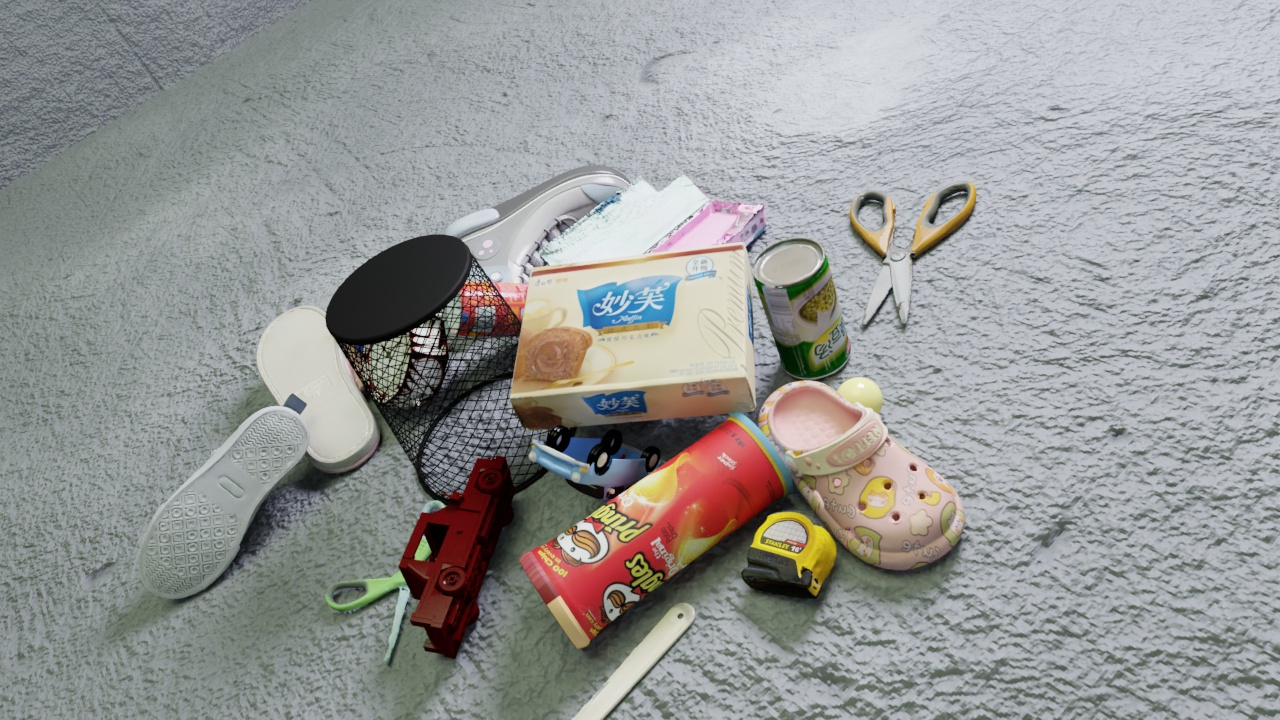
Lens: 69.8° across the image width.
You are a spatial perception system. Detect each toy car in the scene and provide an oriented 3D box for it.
[{"bbox_3d":[-0.034,0.091,0.782,0.056,0.153,0.055,21,95,30],"label":"toy car"},{"bbox_3d":[-0.161,0.165,0.799,0.062,0.070,0.169,7,48,10],"label":"toy car"}]

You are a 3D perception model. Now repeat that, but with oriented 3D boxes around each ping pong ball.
[{"bbox_3d":[0.188,0.035,0.792,0.040,0.040,0.040,-15,41,13],"label":"ping pong ball"}]

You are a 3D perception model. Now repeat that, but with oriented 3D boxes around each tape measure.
[{"bbox_3d":[0.118,0.149,0.705,0.066,0.037,0.064,-5,47,43],"label":"tape measure"}]

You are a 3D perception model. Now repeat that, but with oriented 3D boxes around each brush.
[{"bbox_3d":[-0.035,0.262,0.685,0.217,0.012,0.033,-42,42,-22],"label":"brush"}]

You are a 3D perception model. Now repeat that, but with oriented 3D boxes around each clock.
[{"bbox_3d":[-0.256,-0.023,1.030,0.115,0.065,0.154,-2,82,47],"label":"clock"}]

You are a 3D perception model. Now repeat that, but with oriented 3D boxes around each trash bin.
[{"bbox_3d":[-0.184,0.005,0.888,0.184,0.210,0.183,-15,41,13],"label":"trash bin"}]

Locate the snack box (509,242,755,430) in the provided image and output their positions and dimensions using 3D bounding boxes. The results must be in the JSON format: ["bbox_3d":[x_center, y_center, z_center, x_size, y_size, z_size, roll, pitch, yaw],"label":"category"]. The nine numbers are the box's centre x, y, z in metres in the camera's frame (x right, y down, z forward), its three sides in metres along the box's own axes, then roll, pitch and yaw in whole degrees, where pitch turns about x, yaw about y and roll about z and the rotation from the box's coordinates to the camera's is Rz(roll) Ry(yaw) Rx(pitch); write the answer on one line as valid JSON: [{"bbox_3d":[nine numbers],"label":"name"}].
[{"bbox_3d":[-0.005,-0.022,0.819,0.207,0.055,0.153,-6,53,13],"label":"snack box"}]

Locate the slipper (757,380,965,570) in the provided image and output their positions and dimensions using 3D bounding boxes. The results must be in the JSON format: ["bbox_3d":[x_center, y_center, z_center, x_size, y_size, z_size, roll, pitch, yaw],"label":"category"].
[{"bbox_3d":[0.161,0.076,0.716,0.093,0.081,0.197,-38,50,-9],"label":"slipper"}]

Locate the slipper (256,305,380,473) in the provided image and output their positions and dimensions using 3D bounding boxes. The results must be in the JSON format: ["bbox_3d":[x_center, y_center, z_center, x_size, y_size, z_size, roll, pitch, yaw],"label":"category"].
[{"bbox_3d":[-0.374,0.034,1.078,0.114,0.054,0.274,-30,51,-10],"label":"slipper"}]

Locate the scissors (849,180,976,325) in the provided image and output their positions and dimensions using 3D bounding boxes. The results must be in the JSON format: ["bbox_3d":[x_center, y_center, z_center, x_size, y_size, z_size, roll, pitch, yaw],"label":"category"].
[{"bbox_3d":[0.277,-0.117,0.930,0.175,0.016,0.224,-12,42,17],"label":"scissors"}]

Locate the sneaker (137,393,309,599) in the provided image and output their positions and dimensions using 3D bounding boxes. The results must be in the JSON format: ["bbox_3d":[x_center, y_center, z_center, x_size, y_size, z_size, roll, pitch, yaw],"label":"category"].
[{"bbox_3d":[-0.433,0.137,0.962,0.235,0.089,0.087,-52,21,-8],"label":"sneaker"}]

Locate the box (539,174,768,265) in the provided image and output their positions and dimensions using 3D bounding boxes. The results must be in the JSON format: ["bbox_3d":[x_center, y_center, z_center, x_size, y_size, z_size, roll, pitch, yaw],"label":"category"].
[{"bbox_3d":[0.018,-0.124,1.018,0.161,0.062,0.229,31,54,24],"label":"box"}]

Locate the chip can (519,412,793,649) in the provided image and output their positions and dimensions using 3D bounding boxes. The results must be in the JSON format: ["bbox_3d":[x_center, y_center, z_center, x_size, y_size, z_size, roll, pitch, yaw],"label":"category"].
[{"bbox_3d":[0.014,0.134,0.740,0.213,0.087,0.087,-34,40,-11],"label":"chip can"}]

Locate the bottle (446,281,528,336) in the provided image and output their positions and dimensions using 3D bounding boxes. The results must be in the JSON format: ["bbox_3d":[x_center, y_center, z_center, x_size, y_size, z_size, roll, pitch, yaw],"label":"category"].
[{"bbox_3d":[-0.140,-0.056,1.016,0.137,0.062,0.062,1,30,-27],"label":"bottle"}]

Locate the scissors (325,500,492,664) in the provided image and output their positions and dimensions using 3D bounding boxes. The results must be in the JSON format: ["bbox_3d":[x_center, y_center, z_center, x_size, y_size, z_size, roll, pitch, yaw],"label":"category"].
[{"bbox_3d":[-0.214,0.199,0.846,0.171,0.021,0.172,-9,39,13],"label":"scissors"}]

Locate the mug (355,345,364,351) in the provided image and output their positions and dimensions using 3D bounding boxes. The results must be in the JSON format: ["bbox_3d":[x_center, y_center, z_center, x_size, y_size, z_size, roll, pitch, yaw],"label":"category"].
[{"bbox_3d":[-0.312,-0.043,1.128,0.076,0.075,0.112,-32,14,-7],"label":"mug"}]

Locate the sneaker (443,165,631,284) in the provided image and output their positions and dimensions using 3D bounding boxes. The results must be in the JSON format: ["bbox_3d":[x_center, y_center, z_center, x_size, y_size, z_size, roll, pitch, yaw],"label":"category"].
[{"bbox_3d":[-0.115,-0.131,1.109,0.257,0.093,0.160,-22,48,2],"label":"sneaker"}]

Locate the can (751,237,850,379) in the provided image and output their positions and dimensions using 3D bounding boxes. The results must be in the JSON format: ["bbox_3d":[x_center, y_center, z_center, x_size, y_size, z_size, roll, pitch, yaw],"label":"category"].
[{"bbox_3d":[0.148,-0.045,0.837,0.067,0.121,0.067,-15,40,13],"label":"can"}]
